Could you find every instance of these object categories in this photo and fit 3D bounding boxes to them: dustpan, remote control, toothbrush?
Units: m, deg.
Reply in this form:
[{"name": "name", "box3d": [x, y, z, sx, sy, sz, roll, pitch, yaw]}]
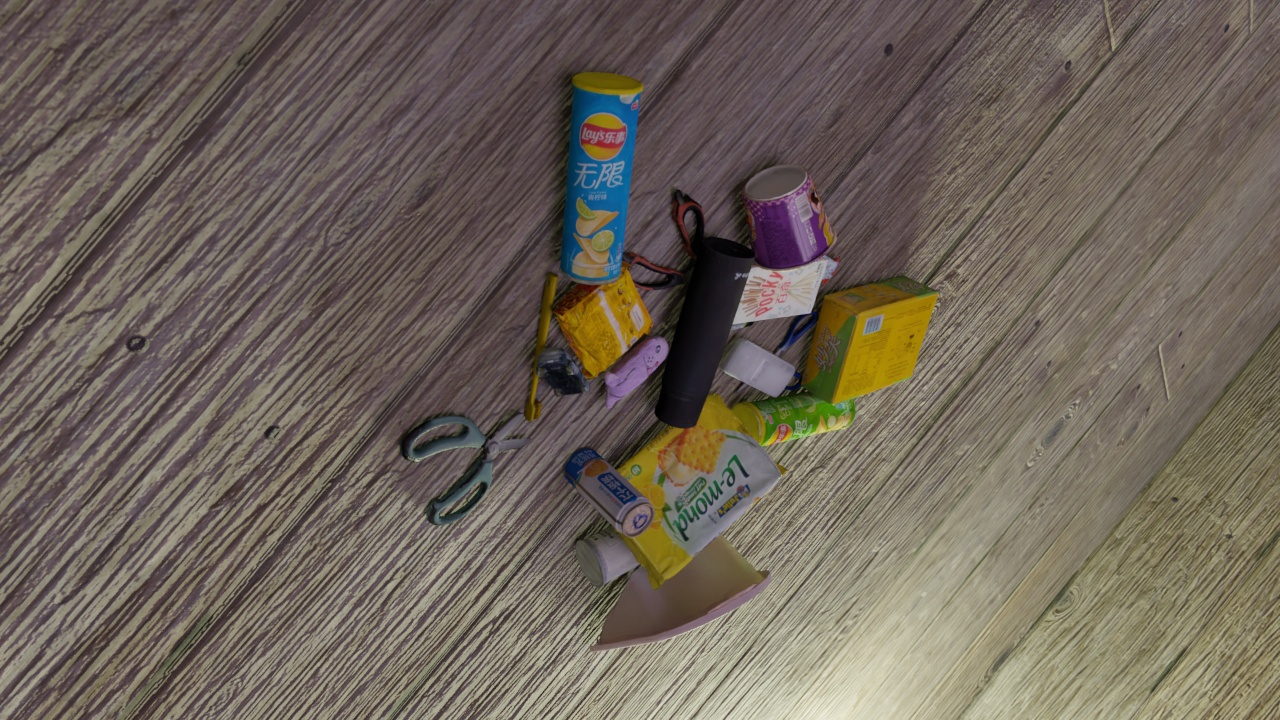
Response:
[{"name": "dustpan", "box3d": [0.068, 0.366, 1.331, 0.222, 0.139, 0.274, -23, 146, -31]}, {"name": "remote control", "box3d": [0.168, 0.011, 1.307, 0.136, 0.020, 0.056, 24, 104, -43]}, {"name": "toothbrush", "box3d": [-0.113, -0.013, 1.066, 0.016, 0.016, 0.190, -13, 125, -41]}]

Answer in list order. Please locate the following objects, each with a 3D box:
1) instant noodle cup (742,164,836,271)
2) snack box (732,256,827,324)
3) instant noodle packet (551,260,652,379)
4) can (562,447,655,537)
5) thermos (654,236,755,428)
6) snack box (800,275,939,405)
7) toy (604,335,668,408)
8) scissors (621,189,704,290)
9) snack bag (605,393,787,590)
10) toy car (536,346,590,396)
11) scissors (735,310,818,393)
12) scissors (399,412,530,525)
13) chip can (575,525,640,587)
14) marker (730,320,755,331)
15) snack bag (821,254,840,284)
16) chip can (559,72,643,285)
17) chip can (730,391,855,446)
[{"name": "instant noodle cup", "box3d": [0.178, -0.182, 1.142, 0.111, 0.111, 0.099, -36, 126, -16]}, {"name": "snack box", "box3d": [0.174, -0.096, 1.220, 0.156, 0.027, 0.085, -10, 128, -32]}, {"name": "instant noodle packet", "box3d": [-0.043, -0.047, 1.079, 0.110, 0.044, 0.128, -39, 141, -14]}, {"name": "can", "box3d": [-0.041, 0.166, 1.160, 0.053, 0.134, 0.053, -22, 129, -30]}, {"name": "thermos", "box3d": [0.081, -0.035, 1.167, 0.089, 0.068, 0.243, -31, 142, -56]}, {"name": "snack box", "box3d": [0.351, -0.033, 1.402, 0.209, 0.070, 0.158, -15, 126, -39]}, {"name": "toy", "box3d": [-0.007, 0.007, 1.147, 0.107, 0.039, 0.084, -39, 159, -18]}, {"name": "scissors", "box3d": [0.059, -0.119, 1.140, 0.188, 0.015, 0.227, -30, 133, -22]}, {"name": "snack bag", "box3d": [0.062, 0.171, 1.249, 0.246, 0.158, 0.068, -39, 169, -12]}, {"name": "toy car", "box3d": [-0.090, 0.015, 1.069, 0.043, 0.034, 0.090, -12, 151, 14]}, {"name": "scissors", "box3d": [0.205, -0.008, 1.345, 0.173, 0.012, 0.162, 28, 99, -46]}, {"name": "scissors", "box3d": [-0.212, 0.111, 1.063, 0.170, 0.019, 0.181, -48, 137, -2]}, {"name": "chip can", "box3d": [0.016, 0.245, 1.310, 0.214, 0.071, 0.071, -22, 130, -29]}, {"name": "marker", "box3d": [0.108, -0.046, 1.235, 0.123, 0.015, 0.018, -14, 126, -35]}, {"name": "snack bag", "box3d": [0.245, -0.137, 1.280, 0.104, 0.026, 0.048, 14, 106, -44]}, {"name": "chip can", "box3d": [-0.043, -0.188, 0.964, 0.071, 0.071, 0.211, -15, 126, -33]}, {"name": "chip can", "box3d": [0.233, 0.085, 1.388, 0.220, 0.072, 0.073, -8, 122, -37]}]
